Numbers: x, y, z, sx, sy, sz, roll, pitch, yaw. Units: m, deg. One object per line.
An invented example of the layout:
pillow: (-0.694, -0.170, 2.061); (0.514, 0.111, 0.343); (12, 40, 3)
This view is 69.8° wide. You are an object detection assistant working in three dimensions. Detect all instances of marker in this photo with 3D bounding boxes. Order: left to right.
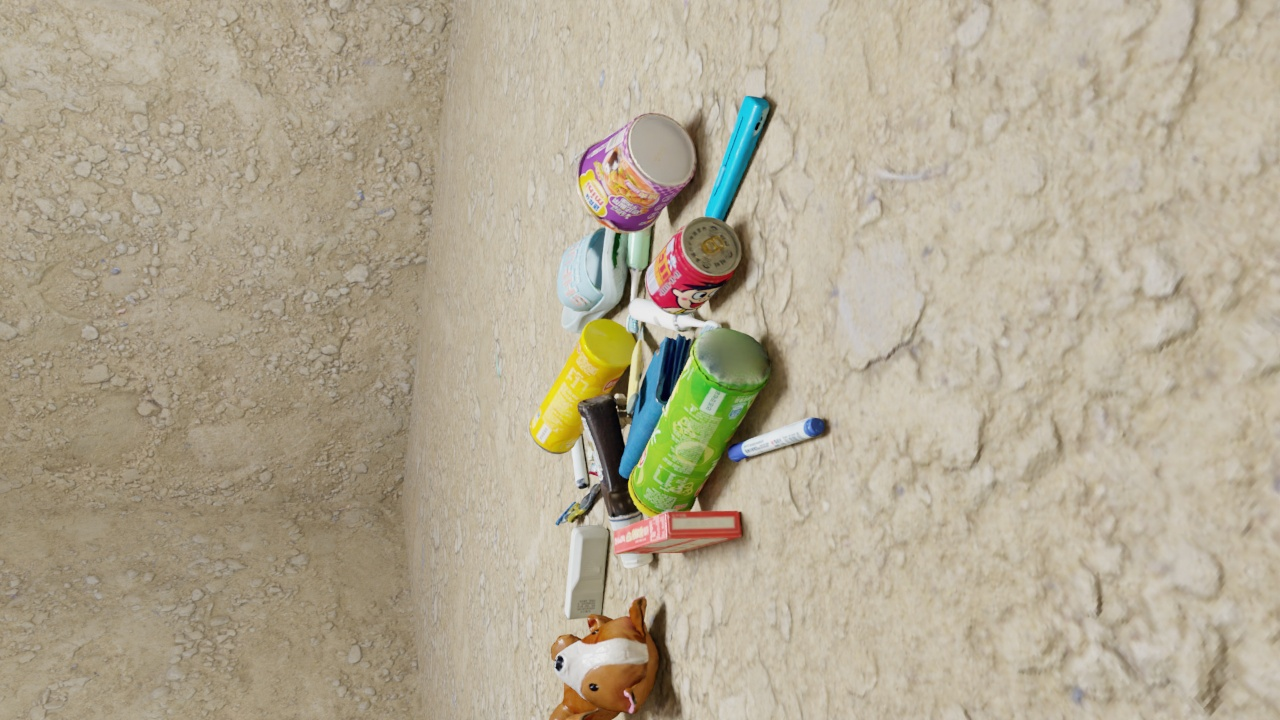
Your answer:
marker: (-0.090, 0.122, 1.314); (0.023, 0.018, 0.130); (-50, 42, 46)
marker: (0.111, 0.067, 0.769); (0.146, 0.017, 0.017); (145, 124, -66)

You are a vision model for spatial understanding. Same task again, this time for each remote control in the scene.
remote control: (-0.070, 0.278, 1.202); (0.024, 0.049, 0.125); (-148, 61, -64)

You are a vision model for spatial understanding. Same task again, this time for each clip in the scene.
clip: (-0.019, 0.073, 1.102); (0.105, 0.034, 0.080); (135, 133, -68)

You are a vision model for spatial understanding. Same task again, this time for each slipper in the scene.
slipper: (-0.072, -0.106, 1.184); (0.246, 0.074, 0.104); (136, 143, -64)

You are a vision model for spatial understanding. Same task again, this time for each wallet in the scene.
wallet: (0.015, 0.049, 0.960); (0.106, 0.040, 0.133); (-74, 6, -45)

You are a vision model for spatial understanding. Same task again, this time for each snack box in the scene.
snack box: (0.032, 0.169, 0.893); (0.153, 0.075, 0.025); (139, 130, -64)

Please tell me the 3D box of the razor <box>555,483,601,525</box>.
razor: (-0.079, 0.199, 1.275); (0.042, 0.022, 0.143); (-48, 0, -34)

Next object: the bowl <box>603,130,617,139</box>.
bowl: (-0.034, -0.228, 1.122); (0.114, 0.062, 0.113); (-178, 90, -69)

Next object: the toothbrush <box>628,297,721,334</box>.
toothbrush: (0.035, -0.045, 0.972); (0.026, 0.027, 0.221); (-50, 21, -7)

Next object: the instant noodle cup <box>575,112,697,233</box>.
instant noodle cup: (0.002, -0.203, 0.973); (0.099, 0.111, 0.111); (-25, 65, 57)

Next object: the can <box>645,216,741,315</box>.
can: (0.050, -0.089, 0.875); (0.094, 0.066, 0.066); (134, 134, -62)

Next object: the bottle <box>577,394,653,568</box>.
bottle: (-0.026, 0.137, 1.036); (0.080, 0.044, 0.195); (-172, 67, -81)

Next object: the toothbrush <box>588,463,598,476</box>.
toothbrush: (-0.034, 0.146, 1.165); (0.188, 0.016, 0.017); (176, 105, -70)

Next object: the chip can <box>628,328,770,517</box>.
chip can: (0.051, 0.063, 0.853); (0.222, 0.072, 0.072); (113, 151, -46)

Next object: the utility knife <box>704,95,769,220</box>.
utility knife: (0.078, -0.161, 0.875); (0.207, 0.018, 0.034); (110, 153, -44)

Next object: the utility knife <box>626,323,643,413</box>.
utility knife: (-0.006, 0.006, 1.012); (0.194, 0.020, 0.031); (-94, 23, -62)

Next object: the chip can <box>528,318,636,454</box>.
chip can: (-0.077, 0.038, 1.172); (0.214, 0.072, 0.072); (-56, 37, 45)

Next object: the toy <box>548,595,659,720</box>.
toy: (-0.046, 0.352, 1.046); (0.200, 0.130, 0.140); (-42, 43, 51)

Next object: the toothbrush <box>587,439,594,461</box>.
toothbrush: (-0.065, 0.042, 1.250); (0.029, 0.020, 0.189); (44, -137, -73)

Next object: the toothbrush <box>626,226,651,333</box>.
toothbrush: (-0.002, -0.143, 1.077); (0.027, 0.026, 0.224); (19, 107, 50)
